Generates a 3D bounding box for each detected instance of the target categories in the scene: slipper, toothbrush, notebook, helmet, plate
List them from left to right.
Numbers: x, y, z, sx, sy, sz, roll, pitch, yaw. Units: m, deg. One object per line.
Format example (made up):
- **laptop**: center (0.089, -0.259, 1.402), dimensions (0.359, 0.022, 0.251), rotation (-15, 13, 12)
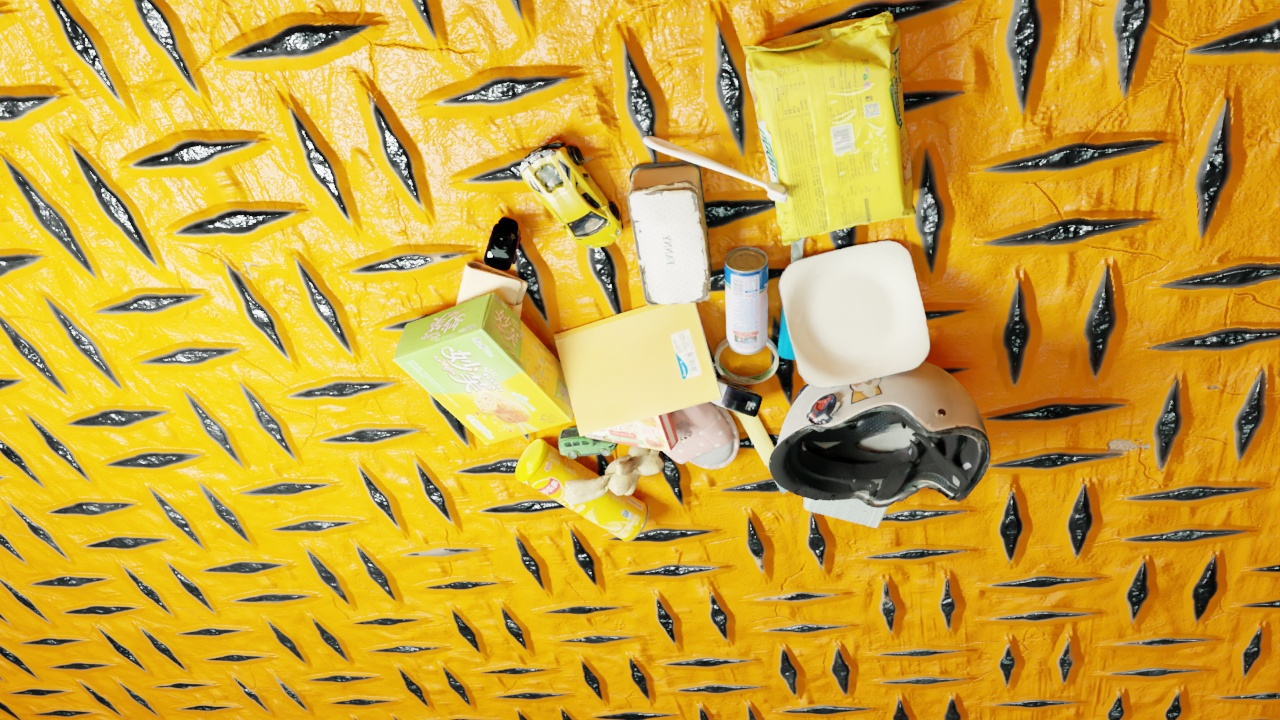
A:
- **notebook**: center (-0.007, 0.007, 1.210), dimensions (0.207, 0.010, 0.146), rotation (-17, 86, 20)
- **slipper**: center (0.046, 0.070, 1.291), dimensions (0.114, 0.054, 0.274), rotation (-24, 123, 26)
- **toothbrush**: center (0.082, -0.213, 1.015), dimensions (0.180, 0.016, 0.016), rotation (25, 149, 16)
- **plate**: center (0.261, -0.056, 1.123), dimensions (0.164, 0.034, 0.164), rotation (-12, 91, 7)
- **helmet**: center (0.309, 0.080, 1.198), dimensions (0.275, 0.156, 0.230), rotation (-11, 141, 30)

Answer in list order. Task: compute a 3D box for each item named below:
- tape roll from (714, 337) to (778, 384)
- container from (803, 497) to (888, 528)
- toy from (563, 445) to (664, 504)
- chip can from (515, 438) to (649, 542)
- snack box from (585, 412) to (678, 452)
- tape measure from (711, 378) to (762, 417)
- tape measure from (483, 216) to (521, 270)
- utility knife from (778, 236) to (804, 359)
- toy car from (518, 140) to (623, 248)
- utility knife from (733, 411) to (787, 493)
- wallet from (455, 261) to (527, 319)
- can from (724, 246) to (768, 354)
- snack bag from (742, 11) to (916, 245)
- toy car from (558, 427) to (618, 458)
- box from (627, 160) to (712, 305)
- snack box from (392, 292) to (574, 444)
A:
- **tape roll**: center (0.144, -0.003, 1.240), dimensions (0.086, 0.013, 0.086), rotation (4, 132, 4)
- **container**: center (0.300, 0.176, 1.333), dimensions (0.111, 0.090, 0.090), rotation (12, 132, 1)
- **toy**: center (-0.039, 0.169, 1.357), dimensions (0.157, 0.066, 0.105), rotation (-23, 146, -9)
- **chip can**: center (-0.088, 0.201, 1.416), dimensions (0.213, 0.071, 0.072), rotation (34, 127, -23)
- **snack box**: center (-0.024, 0.082, 1.279), dimensions (0.153, 0.025, 0.075), rotation (7, 130, 36)
- **tape measure**: center (0.128, 0.050, 1.254), dimensions (0.066, 0.066, 0.033), rotation (18, 95, -8)
- **tape measure**: center (-0.168, -0.140, 1.128), dimensions (0.039, 0.057, 0.058), rotation (17, 123, -10)
- **utility knife**: center (0.195, -0.087, 1.155), dimensions (0.034, 0.018, 0.219), rotation (-10, 131, -8)
- **toy car**: center (-0.078, -0.190, 1.082), dimensions (0.071, 0.041, 0.156), rotation (-22, 127, 25)
- **utility knife**: center (0.179, 0.127, 1.348), dimensions (0.031, 0.022, 0.216), rotation (-16, 121, 21)
- **wallet**: center (-0.199, -0.073, 1.214), dimensions (0.087, 0.024, 0.115), rotation (16, 132, -10)
- **can**: center (0.133, -0.073, 1.151), dimensions (0.053, 0.053, 0.135), rotation (0, 132, 7)
- **snack bag**: center (0.208, -0.240, 0.983), dimensions (0.158, 0.068, 0.247), rotation (-9, 129, 15)
- **toy car**: center (-0.077, 0.118, 1.357), dimensions (0.091, 0.043, 0.036), rotation (-4, 131, 10)
- **box**: center (0.036, -0.153, 1.090), dimensions (0.090, 0.061, 0.184), rotation (-1, 130, 8)
- **snack box**: center (-0.204, 0.018, 1.246), dimensions (0.158, 0.069, 0.210), rotation (-16, 134, 27)
